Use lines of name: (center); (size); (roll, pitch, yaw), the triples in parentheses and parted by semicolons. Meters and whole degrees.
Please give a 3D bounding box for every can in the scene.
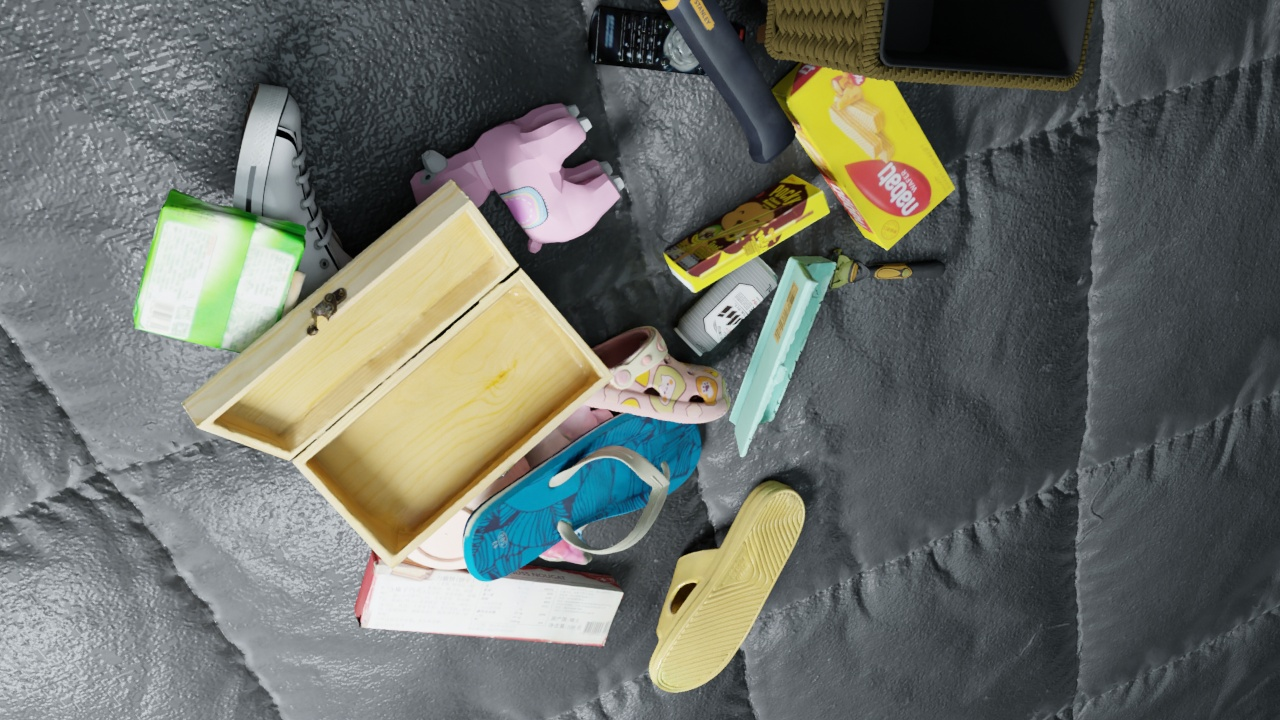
can: (0.083, -0.055, 0.892); (0.106, 0.044, 0.044); (-45, 123, 5)

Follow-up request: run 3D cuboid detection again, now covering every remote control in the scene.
remote control: (0.024, -0.267, 0.773); (0.140, 0.021, 0.045); (-2, 108, -24)

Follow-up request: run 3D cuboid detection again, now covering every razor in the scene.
razor: (0.258, -0.094, 0.955); (0.144, 0.021, 0.044); (-4, 117, -22)

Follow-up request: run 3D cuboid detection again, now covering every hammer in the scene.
hammer: (0.032, -0.287, 0.739); (0.139, 0.035, 0.312); (-44, 120, -9)

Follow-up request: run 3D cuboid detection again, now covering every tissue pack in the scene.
tissue pack: (-0.294, -0.056, 0.647); (0.099, 0.034, 0.114); (17, 115, -24)

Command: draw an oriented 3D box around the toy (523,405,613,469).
toy: (-0.071, 0.082, 0.906); (0.095, 0.041, 0.109); (28, 100, -18)

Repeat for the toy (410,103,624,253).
toy: (-0.103, -0.145, 0.761); (0.157, 0.067, 0.123); (-30, 124, 1)

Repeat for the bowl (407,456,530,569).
bowl: (-0.176, 0.140, 0.855); (0.153, 0.076, 0.153); (-2, 120, -4)

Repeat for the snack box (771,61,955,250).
snack box: (0.211, -0.205, 0.864); (0.092, 0.042, 0.200); (-42, 123, 3)

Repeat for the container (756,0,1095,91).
container: (0.197, -0.364, 0.654); (0.176, 0.205, 0.321); (-3, 107, -20)

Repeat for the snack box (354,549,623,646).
snack box: (-0.154, 0.250, 0.961); (0.272, 0.044, 0.077); (13, 105, -27)

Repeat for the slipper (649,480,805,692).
slipper: (0.090, 0.250, 1.039); (0.099, 0.078, 0.263); (38, 81, -32)

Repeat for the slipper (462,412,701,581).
slipper: (-0.035, 0.124, 0.873); (0.294, 0.060, 0.118); (-24, 119, -36)

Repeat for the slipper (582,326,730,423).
slipper: (-0.005, 0.005, 0.869); (0.197, 0.093, 0.081); (8, 103, -18)

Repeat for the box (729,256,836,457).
box: (0.135, -0.008, 0.901); (0.138, 0.055, 0.187); (-26, 137, -63)

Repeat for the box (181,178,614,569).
box: (-0.181, 0.013, 0.739); (0.247, 0.119, 0.252); (-41, 135, -4)

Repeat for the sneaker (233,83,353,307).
sneaker: (-0.262, -0.087, 0.715); (0.097, 0.091, 0.246); (-2, 115, -21)

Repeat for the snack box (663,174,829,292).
snack box: (0.097, -0.119, 0.854); (0.149, 0.061, 0.026); (-31, 122, -4)

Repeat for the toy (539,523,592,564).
toy: (-0.097, 0.171, 0.942); (0.102, 0.050, 0.065); (7, 100, 5)
